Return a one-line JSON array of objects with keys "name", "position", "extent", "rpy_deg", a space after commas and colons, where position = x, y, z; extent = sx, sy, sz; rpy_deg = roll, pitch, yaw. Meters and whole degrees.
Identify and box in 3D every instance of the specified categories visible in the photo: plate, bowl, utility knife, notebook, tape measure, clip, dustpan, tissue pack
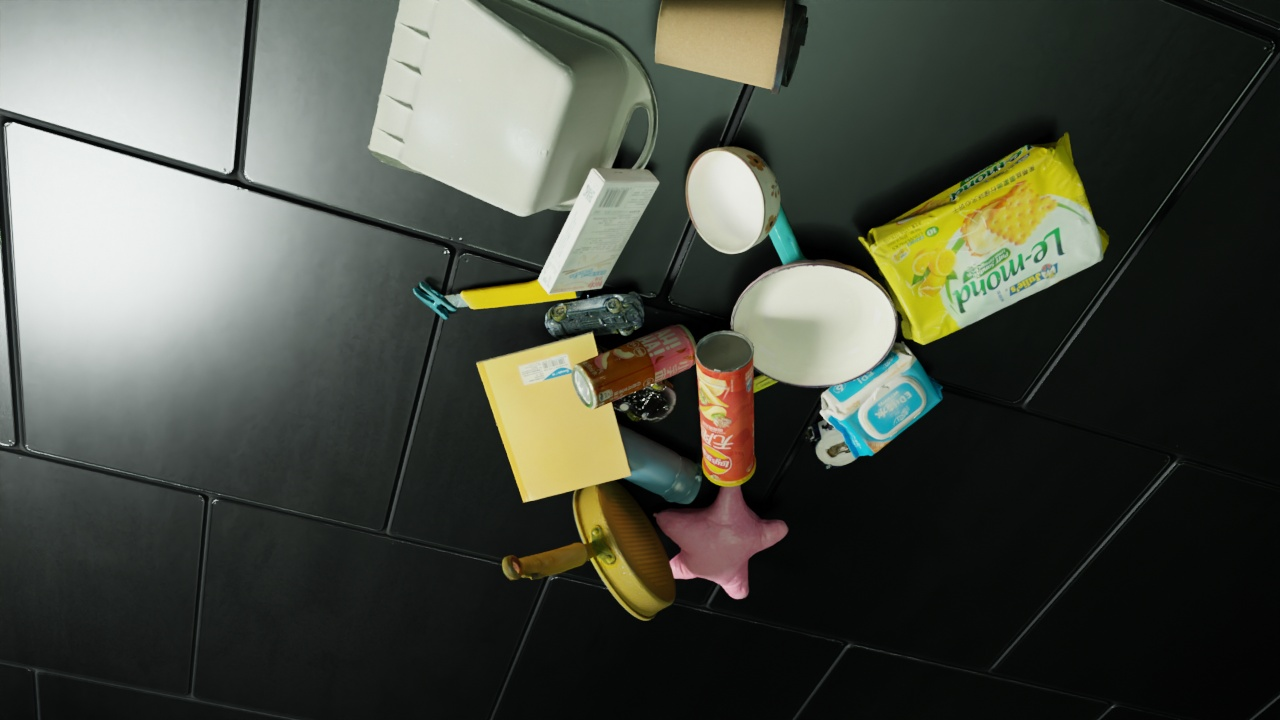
[{"name": "plate", "position": [0.205, -0.048, 1.089], "extent": [0.192, 0.038, 0.193], "rpy_deg": [6, 134, 6]}, {"name": "bowl", "position": [0.109, -0.178, 0.987], "extent": [0.062, 0.113, 0.114], "rpy_deg": [-25, 134, -35]}, {"name": "utility knife", "position": [-0.148, -0.082, 1.095], "extent": [0.173, 0.015, 0.033], "rpy_deg": [-6, 126, 4]}, {"name": "notebook", "position": [-0.103, 0.074, 1.134], "extent": [0.146, 0.010, 0.206], "rpy_deg": [-15, 116, 0]}, {"name": "tape measure", "position": [0.260, 0.107, 1.215], "extent": [0.066, 0.033, 0.066], "rpy_deg": [-28, 122, 19]}, {"name": "clip", "position": [-0.248, -0.073, 1.104], "extent": [0.046, 0.014, 0.057], "rpy_deg": [-36, 116, 25]}, {"name": "dustpan", "position": [-0.123, -0.267, 0.970], "extent": [0.258, 0.142, 0.223], "rpy_deg": [33, 123, 13]}, {"name": "utility knife", "position": [0.161, -0.149, 1.049], "extent": [0.029, 0.013, 0.160], "rpy_deg": [-23, 121, 12]}, {"name": "tissue pack", "position": [0.299, 0.050, 1.139], "extent": [0.140, 0.063, 0.090], "rpy_deg": [-39, 114, 6]}]

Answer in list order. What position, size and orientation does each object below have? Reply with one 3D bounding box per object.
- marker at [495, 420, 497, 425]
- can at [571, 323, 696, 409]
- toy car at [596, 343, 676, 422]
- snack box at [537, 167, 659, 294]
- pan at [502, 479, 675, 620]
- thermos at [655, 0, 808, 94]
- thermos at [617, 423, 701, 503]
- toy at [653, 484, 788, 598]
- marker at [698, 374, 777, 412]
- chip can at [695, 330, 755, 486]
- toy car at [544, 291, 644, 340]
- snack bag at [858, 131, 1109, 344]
[{"name": "marker", "position": [-0.152, 0.041, 1.180], "extent": [0.022, 0.018, 0.131], "rpy_deg": [12, 127, -31]}, {"name": "can", "position": [-0.006, 0.006, 1.092], "extent": [0.147, 0.058, 0.058], "rpy_deg": [-23, 128, -22]}, {"name": "toy car", "position": [-0.029, 0.028, 1.155], "extent": [0.158, 0.042, 0.070], "rpy_deg": [27, 121, -14]}, {"name": "snack box", "position": [-0.047, -0.142, 1.012], "extent": [0.084, 0.027, 0.157], "rpy_deg": [-11, 143, -44]}, {"name": "pan", "position": [-0.060, 0.240, 1.146], "extent": [0.078, 0.197, 0.357], "rpy_deg": [-32, 161, 11]}, {"name": "thermos", "position": [0.089, -0.313, 0.894], "extent": [0.143, 0.092, 0.093], "rpy_deg": [9, 125, 5]}, {"name": "thermos", "position": [-0.018, 0.125, 1.210], "extent": [0.220, 0.070, 0.070], "rpy_deg": [29, 120, -18]}, {"name": "toy", "position": [0.104, 0.244, 1.290], "extent": [0.178, 0.074, 0.195], "rpy_deg": [22, 119, -2]}, {"name": "marker", "position": [0.130, 0.040, 1.180], "extent": [0.124, 0.015, 0.018], "rpy_deg": [-26, 118, 19]}, {"name": "chip can", "position": [0.108, 0.063, 1.143], "extent": [0.073, 0.073, 0.217], "rpy_deg": [-4, 133, 3]}, {"name": "toy car", "position": [-0.055, -0.054, 1.100], "extent": [0.121, 0.036, 0.054], "rpy_deg": [-10, 143, 14]}, {"name": "snack bag", "position": [0.380, -0.133, 1.025], "extent": [0.247, 0.068, 0.158], "rpy_deg": [-28, 120, 18]}]
